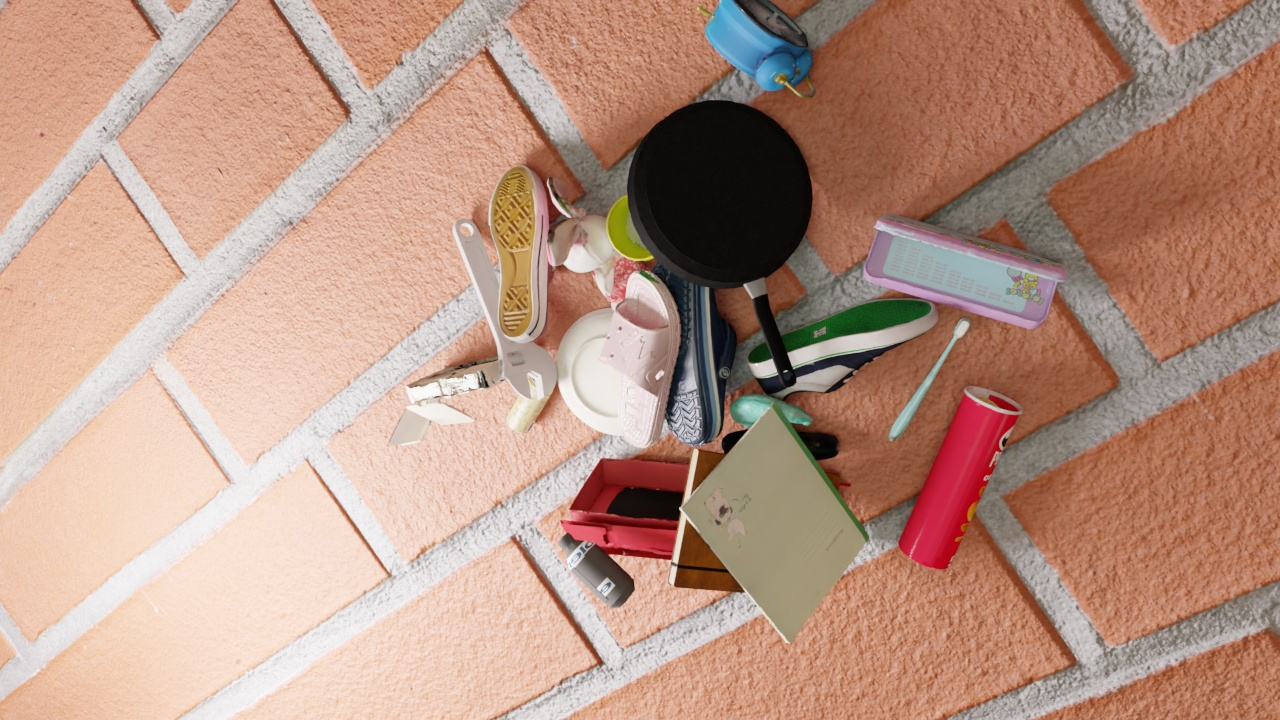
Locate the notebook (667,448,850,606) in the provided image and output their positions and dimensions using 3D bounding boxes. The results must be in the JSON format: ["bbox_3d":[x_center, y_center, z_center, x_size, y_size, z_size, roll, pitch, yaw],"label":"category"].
[{"bbox_3d":[0.150,0.214,1.131,0.014,0.249,0.178,6,84,58],"label":"notebook"}]

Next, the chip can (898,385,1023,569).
[{"bbox_3d":[0.386,0.144,1.117,0.069,0.069,0.221,22,110,13],"label":"chip can"}]

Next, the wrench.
[{"bbox_3d":[-0.190,-0.073,1.268,0.018,0.086,0.273,-30,79,49],"label":"wrench"}]

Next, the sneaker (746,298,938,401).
[{"bbox_3d":[0.253,-0.008,1.126,0.236,0.084,0.079,-19,113,25],"label":"sneaker"}]

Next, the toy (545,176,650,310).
[{"bbox_3d":[-0.059,-0.137,1.172,0.084,0.158,0.194,-26,133,21],"label":"toy"}]

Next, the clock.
[{"bbox_3d":[0.143,-0.362,1.051,0.161,0.116,0.060,47,124,8],"label":"clock"}]

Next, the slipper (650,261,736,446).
[{"bbox_3d":[0.070,-0.018,1.178,0.105,0.095,0.253,4,101,54],"label":"slipper"}]

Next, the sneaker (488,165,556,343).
[{"bbox_3d":[-0.143,-0.138,1.225,0.118,0.087,0.241,-9,79,33],"label":"sneaker"}]

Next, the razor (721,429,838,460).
[{"bbox_3d":[0.181,0.117,1.198,0.151,0.067,0.053,-4,70,8],"label":"razor"}]

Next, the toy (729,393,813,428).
[{"bbox_3d":[0.157,0.066,1.165,0.105,0.085,0.033,-13,55,53],"label":"toy"}]

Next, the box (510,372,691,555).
[{"bbox_3d":[-0.003,0.113,1.146,0.214,0.152,0.326,1,134,21],"label":"box"}]

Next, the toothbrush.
[{"bbox_3d":[0.353,0.026,1.128,0.016,0.016,0.181,30,112,10],"label":"toothbrush"}]

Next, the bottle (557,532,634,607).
[{"bbox_3d":[-0.057,0.258,1.140,0.112,0.046,0.047,42,113,8],"label":"bottle"}]

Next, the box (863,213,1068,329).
[{"bbox_3d":[0.372,-0.113,1.053,0.214,0.077,0.096,19,139,14],"label":"box"}]

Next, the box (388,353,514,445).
[{"bbox_3d":[-0.263,0.056,1.256,0.144,0.190,0.069,-12,100,28],"label":"box"}]

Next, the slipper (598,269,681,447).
[{"bbox_3d":[-0.007,0.007,1.158,0.094,0.064,0.240,31,126,43],"label":"slipper"}]

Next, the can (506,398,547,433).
[{"bbox_3d":[-0.157,0.062,1.304,0.038,0.038,0.080,35,112,8],"label":"can"}]

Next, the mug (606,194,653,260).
[{"bbox_3d":[0.013,-0.172,1.148,0.083,0.106,0.082,5,104,18],"label":"mug"}]

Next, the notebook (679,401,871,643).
[{"bbox_3d":[0.173,0.201,1.127,0.252,0.181,0.010,53,158,-23],"label":"notebook"}]

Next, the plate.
[{"bbox_3d":[-0.037,0.021,1.254,0.182,0.034,0.182,5,105,18],"label":"plate"}]

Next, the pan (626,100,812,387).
[{"bbox_3d":[0.120,-0.137,1.084,0.225,0.034,0.356,-20,89,-13],"label":"pan"}]
